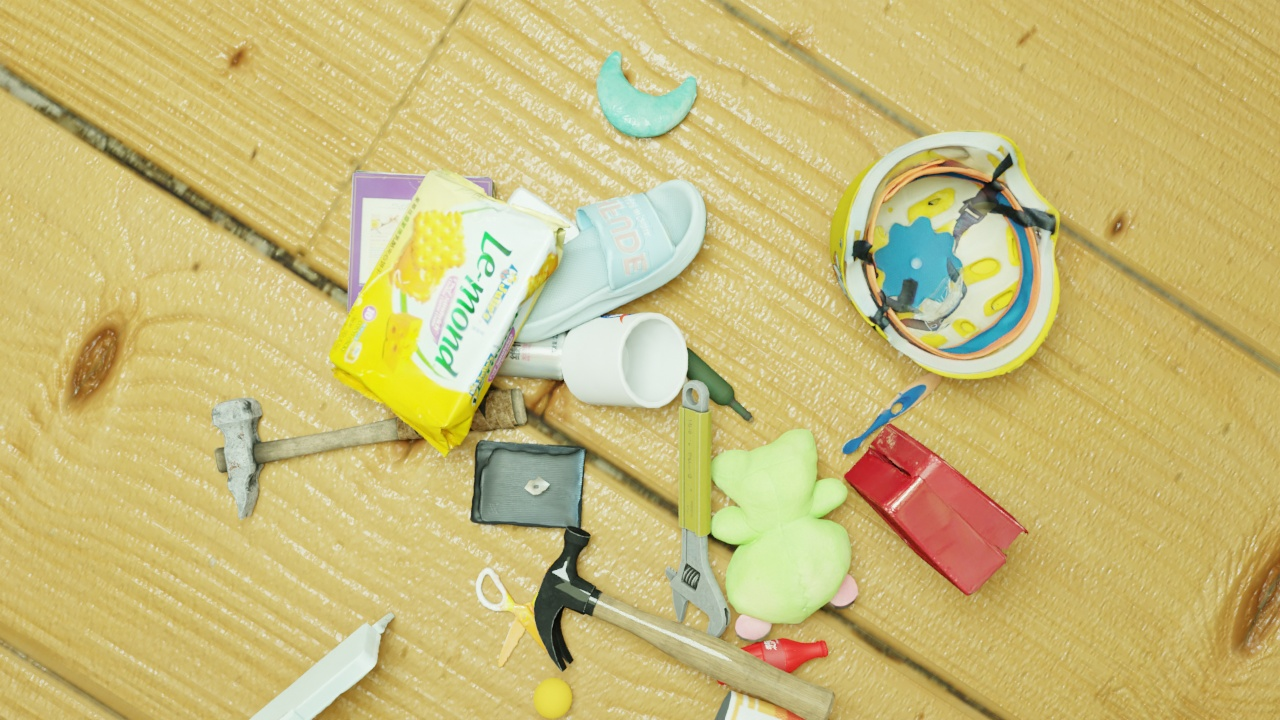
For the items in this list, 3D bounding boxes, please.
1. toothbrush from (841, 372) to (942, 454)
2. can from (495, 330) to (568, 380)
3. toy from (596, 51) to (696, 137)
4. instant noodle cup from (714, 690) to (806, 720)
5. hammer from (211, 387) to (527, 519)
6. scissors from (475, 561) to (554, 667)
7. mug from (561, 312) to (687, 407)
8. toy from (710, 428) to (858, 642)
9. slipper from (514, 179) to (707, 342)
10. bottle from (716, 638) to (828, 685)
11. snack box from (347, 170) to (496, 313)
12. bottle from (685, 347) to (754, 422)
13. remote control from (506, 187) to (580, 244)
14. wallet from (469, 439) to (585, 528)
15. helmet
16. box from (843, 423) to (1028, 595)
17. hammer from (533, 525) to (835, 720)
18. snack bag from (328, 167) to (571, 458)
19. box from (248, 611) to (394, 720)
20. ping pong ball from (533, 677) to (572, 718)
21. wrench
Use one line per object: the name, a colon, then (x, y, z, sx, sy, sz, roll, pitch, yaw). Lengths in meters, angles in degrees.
toothbrush: (0.266, 0.056, 0.974, 0.135, 0.017, 0.021, -38, 94, -4)
can: (-0.141, -0.010, 0.944, 0.135, 0.054, 0.054, 5, 90, -1)
toy: (0.002, -0.273, 0.961, 0.105, 0.033, 0.085, 18, 78, 0)
instant noodle cup: (0.129, 0.403, 0.921, 0.121, 0.123, 0.123, 23, 89, 6)
hammer: (-0.277, 0.076, 0.948, 0.318, 0.049, 0.121, -10, 93, -3)
scissors: (-0.127, 0.263, 0.964, 0.128, 0.011, 0.125, 26, 88, 0)
mug: (-0.005, 0.005, 0.920, 0.121, 0.090, 0.091, 27, 73, -38)
toy: (0.145, 0.176, 0.929, 0.150, 0.107, 0.196, -17, 80, -1)
slipper: (-0.044, -0.103, 0.909, 0.245, 0.074, 0.104, -31, 54, -2)
bottle: (0.136, 0.311, 0.957, 0.119, 0.036, 0.036, -10, 90, -2)
snack box: (-0.225, -0.117, 0.949, 0.143, 0.040, 0.148, 2, 90, -1)
bottle: (0.079, 0.028, 0.963, 0.106, 0.025, 0.025, 42, 89, -1)
remote control: (-0.081, -0.125, 0.968, 0.146, 0.008, 0.045, 35, 89, -1)
wallet: (-0.116, 0.130, 0.957, 0.115, 0.026, 0.089, 5, 91, -2)
helmet: (0.290, -0.104, 0.915, 0.209, 0.139, 0.240, -31, 103, -1)
box: (0.281, 0.142, 0.900, 0.129, 0.157, 0.092, 44, 95, -4)
hammer: (0.040, 0.286, 0.911, 0.305, 0.040, 0.132, 22, 94, 12)
snack bag: (-0.183, -0.051, 0.877, 0.160, 0.068, 0.247, 29, 90, 19)
box: (-0.332, 0.327, 0.897, 0.197, 0.134, 0.041, -39, 101, -1)
ping pong ball: (-0.091, 0.350, 0.950, 0.040, 0.040, 0.040, 0, 90, -1)
wrench: (0.058, 0.153, 0.925, 0.018, 0.084, 0.273, -13, 109, -44)
